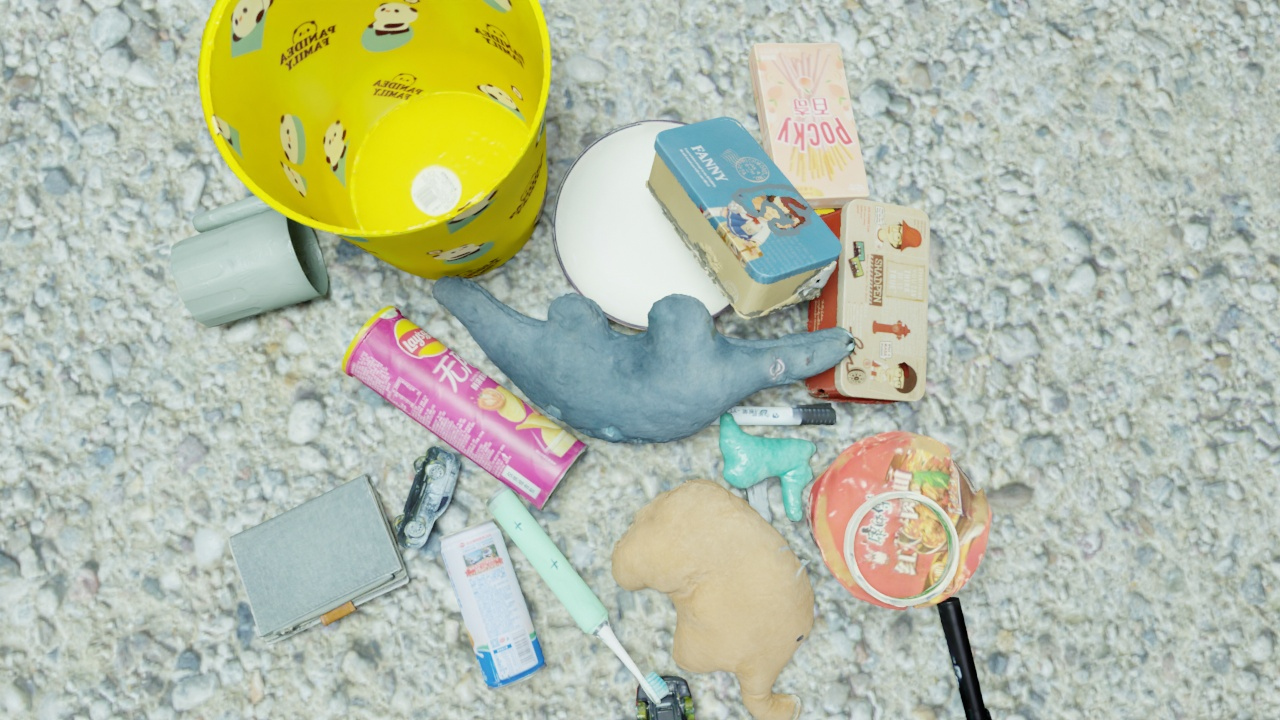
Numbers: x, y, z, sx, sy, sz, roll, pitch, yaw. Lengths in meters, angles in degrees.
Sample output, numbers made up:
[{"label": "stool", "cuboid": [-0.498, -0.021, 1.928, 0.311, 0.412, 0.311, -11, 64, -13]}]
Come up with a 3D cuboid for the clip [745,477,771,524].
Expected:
[{"label": "clip", "cuboid": [0.102, 0.121, 0.808, 0.024, 0.029, 0.057, 0, 77, -6]}]

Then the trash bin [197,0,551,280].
[{"label": "trash bin", "cuboid": [-0.175, -0.178, 0.720, 0.229, 0.255, 0.229, 0, 83, -1]}]

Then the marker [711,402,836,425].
[{"label": "marker", "cuboid": [0.109, 0.048, 0.818, 0.131, 0.018, 0.022, 1, 58, -1]}]

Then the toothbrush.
[{"label": "toothbrush", "cuboid": [-0.055, 0.198, 0.776, 0.027, 0.027, 0.224, -35, 75, -24]}]

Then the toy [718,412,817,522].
[{"label": "toy", "cuboid": [0.113, 0.092, 0.797, 0.092, 0.030, 0.096, 1, 74, -15]}]

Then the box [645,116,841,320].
[{"label": "box", "cuboid": [0.076, -0.122, 0.744, 0.089, 0.060, 0.184, -22, 64, -26]}]

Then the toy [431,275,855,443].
[{"label": "toy", "cuboid": [-0.005, 0.004, 0.771, 0.356, 0.091, 0.138, 6, 108, 10]}]

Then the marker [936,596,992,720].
[{"label": "marker", "cuboid": [0.283, 0.271, 0.792, 0.022, 0.020, 0.132, -13, 84, -1]}]

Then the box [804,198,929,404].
[{"label": "box", "cuboid": [0.195, -0.047, 0.803, 0.091, 0.077, 0.168, 5, 85, -19]}]

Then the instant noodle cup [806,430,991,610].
[{"label": "instant noodle cup", "cuboid": [0.200, 0.131, 0.763, 0.138, 0.108, 0.138, 0, 83, -1]}]

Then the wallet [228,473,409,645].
[{"label": "wallet", "cuboid": [-0.274, 0.172, 0.788, 0.129, 0.037, 0.106, -25, 73, -5]}]

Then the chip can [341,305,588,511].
[{"label": "chip can", "cuboid": [-0.149, 0.041, 0.788, 0.210, 0.071, 0.071, 35, 84, 3]}]

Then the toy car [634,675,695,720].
[{"label": "toy car", "cuboid": [0.025, 0.326, 0.769, 0.053, 0.045, 0.120, -6, 78, 0]}]

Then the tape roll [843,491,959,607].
[{"label": "tape roll", "cuboid": [0.198, 0.143, 0.699, 0.086, 0.014, 0.085, 0, 84, -1]}]

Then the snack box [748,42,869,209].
[{"label": "snack box", "cuboid": [0.150, -0.212, 0.827, 0.084, 0.026, 0.157, -4, 74, -11]}]

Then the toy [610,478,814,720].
[{"label": "toy", "cuboid": [0.080, 0.205, 0.770, 0.144, 0.082, 0.226, -38, 87, 19]}]

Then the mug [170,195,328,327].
[{"label": "mug", "cuboid": [-0.341, -0.096, 0.804, 0.103, 0.084, 0.123, -18, 57, -2]}]

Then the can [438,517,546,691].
[{"label": "can", "cuboid": [-0.126, 0.205, 0.777, 0.053, 0.053, 0.134, -20, 84, -3]}]

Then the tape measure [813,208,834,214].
[{"label": "tape measure", "cuboid": [0.139, -0.138, 0.834, 0.060, 0.029, 0.057, -29, 82, -17]}]

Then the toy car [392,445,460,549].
[{"label": "toy car", "cuboid": [-0.185, 0.119, 0.794, 0.034, 0.043, 0.090, 25, 77, -32]}]

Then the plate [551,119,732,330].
[{"label": "plate", "cuboid": [0.018, -0.118, 0.825, 0.192, 0.039, 0.192, 0, 83, -1]}]
